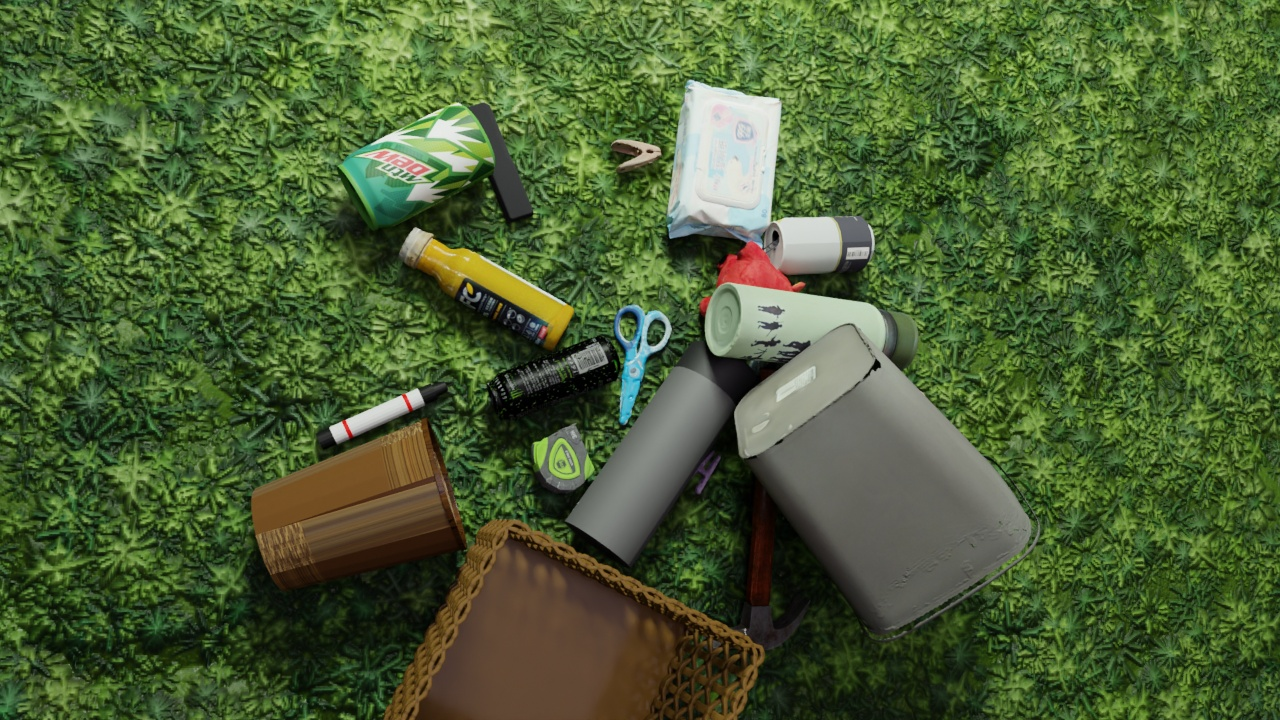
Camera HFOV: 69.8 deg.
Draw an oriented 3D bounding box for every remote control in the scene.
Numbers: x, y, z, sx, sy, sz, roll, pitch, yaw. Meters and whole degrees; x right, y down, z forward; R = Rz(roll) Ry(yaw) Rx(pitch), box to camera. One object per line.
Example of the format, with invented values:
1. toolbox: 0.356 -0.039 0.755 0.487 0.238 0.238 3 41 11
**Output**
1. remote control: -0.155 -0.219 1.007 0.032 0.015 0.136 -21 86 -16

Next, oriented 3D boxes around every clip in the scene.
1. clip: -0.005 -0.228 1.042 0.060 0.024 0.039 5 79 -17
2. clip: 0.063 0.120 1.006 0.041 0.014 0.052 18 80 -8

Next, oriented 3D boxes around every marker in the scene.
1. marker: -0.257 0.052 0.935 0.145 0.019 0.019 -25 87 -16

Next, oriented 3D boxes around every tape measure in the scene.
1. tape measure: -0.084 0.107 0.961 0.058 0.036 0.065 -19 82 -25

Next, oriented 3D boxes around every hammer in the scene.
1. hammer: 0.133 0.159 0.981 0.111 0.028 0.300 4 90 -19

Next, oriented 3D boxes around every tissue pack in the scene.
1. tissue pack: 0.095 -0.219 1.040 0.112 0.070 0.181 9 79 -13

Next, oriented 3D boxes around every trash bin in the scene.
1. trash bin: 0.219 0.104 0.884 0.198 0.197 0.220 -39 104 14

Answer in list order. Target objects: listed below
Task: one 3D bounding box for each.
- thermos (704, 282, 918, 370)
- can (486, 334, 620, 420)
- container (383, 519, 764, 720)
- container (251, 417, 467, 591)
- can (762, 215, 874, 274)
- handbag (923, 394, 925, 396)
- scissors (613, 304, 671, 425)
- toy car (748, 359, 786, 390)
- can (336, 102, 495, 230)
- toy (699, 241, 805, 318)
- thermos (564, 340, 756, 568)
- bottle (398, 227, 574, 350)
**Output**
1. thermos: 0.185 -0.030 0.972 0.231 0.082 0.082 5 79 -24
2. can: -0.089 0.019 0.963 0.137 0.054 0.054 -22 86 -16
3. container: -0.072 0.297 0.837 0.251 0.214 0.219 28 75 -8
4. container: -0.264 0.142 0.867 0.167 0.132 0.132 -17 85 -10
5. can: 0.199 -0.132 1.054 0.127 0.064 0.064 -4 81 -14
6. handbag: 0.258 0.045 1.045 0.144 0.068 0.170 -15 78 -16
7. scissors: -0.006 0.006 1.010 0.066 0.015 0.134 14 80 -12
8. toy car: 0.145 0.011 1.027 0.033 0.048 0.105 36 73 -40
9. can: -0.231 -0.200 0.950 0.144 0.083 0.083 -32 89 -17
10. toy: 0.121 -0.054 1.017 0.094 0.088 0.132 31 76 -19
11. thermos: 0.024 0.094 0.963 0.082 0.082 0.240 37 74 -5
12. bottle: -0.162 -0.077 0.962 0.186 0.053 0.053 29 75 -7
